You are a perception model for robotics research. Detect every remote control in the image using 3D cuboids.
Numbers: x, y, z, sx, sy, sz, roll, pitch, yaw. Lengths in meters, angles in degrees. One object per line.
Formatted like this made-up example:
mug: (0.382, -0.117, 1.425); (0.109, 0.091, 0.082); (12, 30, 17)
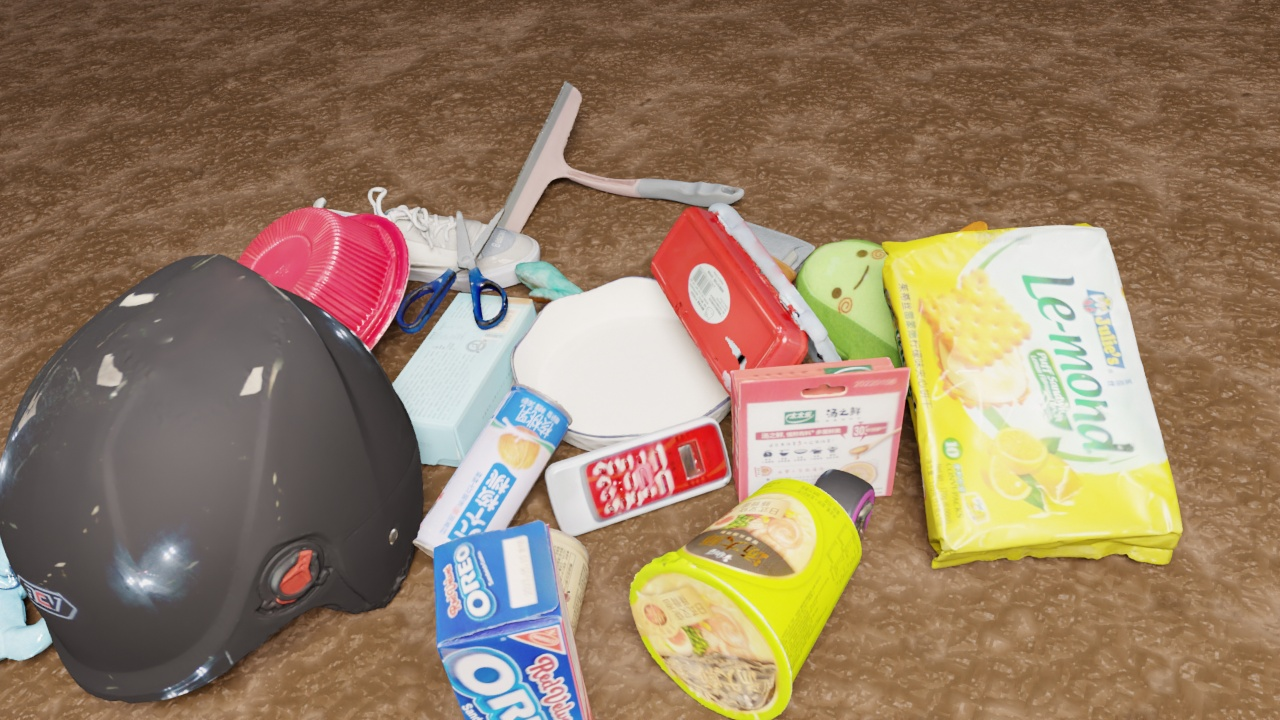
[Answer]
remote control: (0.000, 0.084, 0.673); (0.136, 0.056, 0.020); (-16, 9, -12)

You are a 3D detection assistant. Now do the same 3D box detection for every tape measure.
tape measure: (0.136, 0.105, 0.626); (0.039, 0.058, 0.056); (21, 45, 28)

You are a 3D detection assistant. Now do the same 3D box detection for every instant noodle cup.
instant noodle cup: (-0.303, -0.066, 0.824); (0.194, 0.066, 0.193); (-13, 58, 22)
instant noodle cup: (0.074, 0.136, 0.568); (0.112, 0.112, 0.123); (23, 40, 30)

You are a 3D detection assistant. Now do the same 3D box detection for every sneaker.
sneaker: (-0.221, -0.128, 0.927); (0.242, 0.091, 0.089); (2, 42, 9)

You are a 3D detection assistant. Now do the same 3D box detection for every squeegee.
squeegee: (-0.007, -0.197, 1.020); (0.250, 0.040, 0.247); (12, 59, 13)

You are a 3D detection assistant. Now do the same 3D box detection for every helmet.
helmet: (-0.286, 0.070, 0.600); (0.234, 0.230, 0.273); (13, 50, 24)

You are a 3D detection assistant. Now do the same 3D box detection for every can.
can: (-0.104, 0.085, 0.656); (0.053, 0.053, 0.134); (20, 67, 28)
can: (-0.070, 0.167, 0.579); (0.058, 0.059, 0.116); (2, 41, 10)

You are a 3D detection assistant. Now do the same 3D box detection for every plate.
plate: (-0.005, 0.005, 0.775); (0.205, 0.046, 0.204); (-3, 39, 3)

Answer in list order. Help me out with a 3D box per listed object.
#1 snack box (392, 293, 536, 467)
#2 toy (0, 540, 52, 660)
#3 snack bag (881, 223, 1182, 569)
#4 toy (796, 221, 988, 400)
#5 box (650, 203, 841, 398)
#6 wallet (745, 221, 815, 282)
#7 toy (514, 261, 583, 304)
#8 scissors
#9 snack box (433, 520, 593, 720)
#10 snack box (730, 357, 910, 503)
snack box: (-0.151, 0.012, 0.781); (0.074, 0.052, 0.174); (5, 40, 17)
toy: (-0.435, 0.144, 0.665); (0.156, 0.050, 0.161); (-33, 49, -28)
snack bag: (0.256, 0.021, 0.632); (0.158, 0.068, 0.246); (-5, 72, 1)
toy: (0.229, -0.028, 0.743); (0.247, 0.090, 0.226); (28, 64, 29)
box: (0.096, -0.045, 0.742); (0.098, 0.095, 0.201); (16, 29, -33)
wallet: (0.096, -0.090, 0.880); (0.107, 0.037, 0.129); (21, 47, 30)
toy: (-0.084, -0.068, 0.869); (0.092, 0.030, 0.096); (37, 20, 28)
scissors: (-0.156, -0.080, 0.827); (0.163, 0.012, 0.162); (31, 61, 33)
snack box: (-0.054, 0.170, 0.458); (0.057, 0.208, 0.058); (-10, 40, -5)
snack box: (0.122, 0.044, 0.647); (0.113, 0.127, 0.044); (-4, 40, 2)
